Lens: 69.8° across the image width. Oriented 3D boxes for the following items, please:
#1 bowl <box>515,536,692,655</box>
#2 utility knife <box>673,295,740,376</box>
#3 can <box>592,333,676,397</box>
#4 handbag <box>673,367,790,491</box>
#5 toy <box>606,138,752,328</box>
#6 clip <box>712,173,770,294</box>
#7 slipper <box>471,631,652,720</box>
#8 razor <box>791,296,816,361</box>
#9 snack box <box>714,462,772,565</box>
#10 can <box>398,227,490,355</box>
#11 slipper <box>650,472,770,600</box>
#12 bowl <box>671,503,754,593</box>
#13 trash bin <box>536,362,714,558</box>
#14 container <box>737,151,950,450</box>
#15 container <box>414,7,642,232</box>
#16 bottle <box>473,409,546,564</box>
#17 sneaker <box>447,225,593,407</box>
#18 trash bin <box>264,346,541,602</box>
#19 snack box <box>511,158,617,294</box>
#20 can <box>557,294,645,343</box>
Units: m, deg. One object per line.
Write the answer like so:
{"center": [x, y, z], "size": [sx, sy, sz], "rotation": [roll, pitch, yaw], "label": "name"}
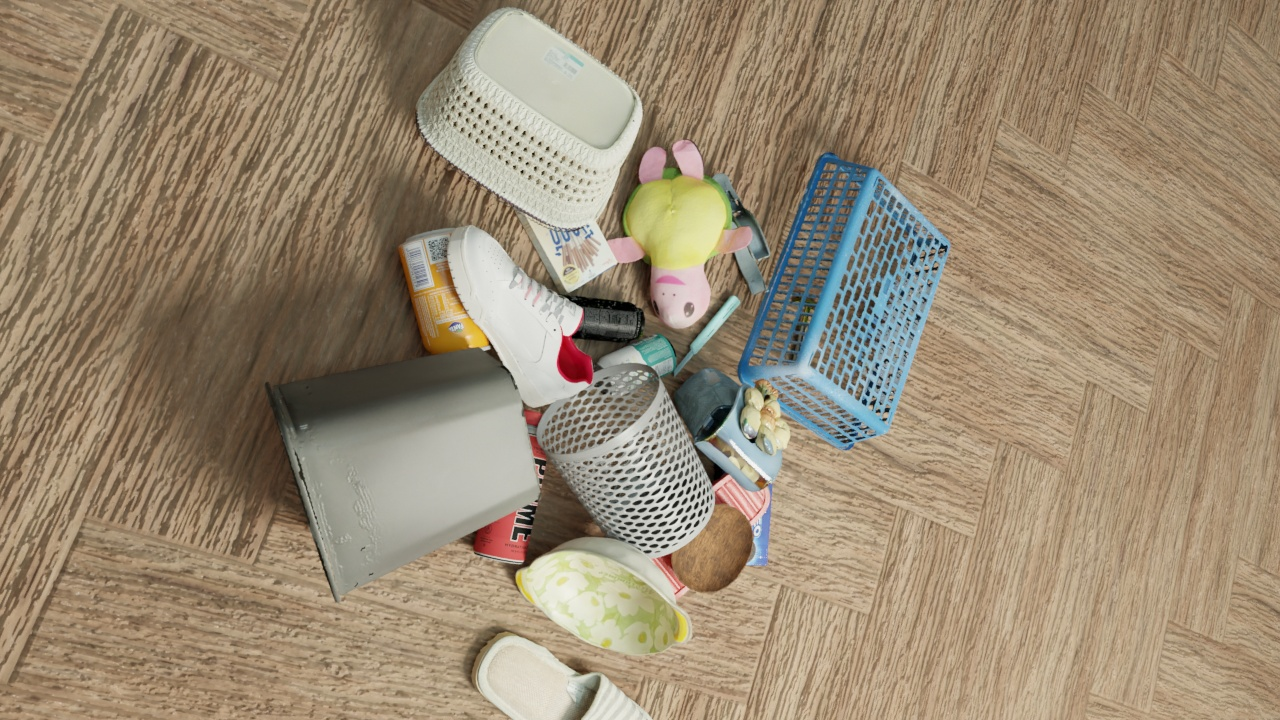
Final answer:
{"center": [-0.036, 0.265, 1.076], "size": [0.060, 0.219, 0.189], "rotation": [-61, 153, -43], "label": "bowl"}
{"center": [0.086, -0.034, 1.234], "size": [0.147, 0.015, 0.022], "rotation": [-49, 139, -19], "label": "utility knife"}
{"center": [-0.007, 0.007, 1.161], "size": [0.101, 0.055, 0.055], "rotation": [-25, 98, -26], "label": "can"}
{"center": [0.121, 0.072, 1.142], "size": [0.119, 0.191, 0.122], "rotation": [-44, 108, 11], "label": "handbag"}
{"center": [0.049, -0.161, 1.176], "size": [0.190, 0.087, 0.238], "rotation": [-6, 89, 11], "label": "toy"}
{"center": [0.136, -0.171, 1.193], "size": [0.030, 0.164, 0.172], "rotation": [-22, 93, -3], "label": "clip"}
{"center": [-0.084, 0.422, 1.105], "size": [0.272, 0.054, 0.114], "rotation": [38, 76, -19], "label": "slipper"}
{"center": [0.228, -0.034, 1.301], "size": [0.042, 0.026, 0.106], "rotation": [17, 84, -27], "label": "razor"}
{"center": [0.137, 0.200, 1.238], "size": [0.082, 0.027, 0.150], "rotation": [6, 85, -25], "label": "snack box"}
{"center": [-0.220, -0.074, 1.045], "size": [0.079, 0.079, 0.142], "rotation": [-16, 94, -27], "label": "can"}
{"center": [0.056, 0.226, 1.178], "size": [0.248, 0.059, 0.103], "rotation": [-36, 104, -8], "label": "slipper"}
{"center": [0.086, 0.231, 1.142], "size": [0.102, 0.026, 0.114], "rotation": [31, 87, -17], "label": "bowl"}
{"center": [-0.010, 0.123, 1.083], "size": [0.156, 0.157, 0.183], "rotation": [-42, 120, -22], "label": "trash bin"}
{"center": [0.302, -0.080, 1.274], "size": [0.257, 0.089, 0.361], "rotation": [32, 74, -33], "label": "container"}
{"center": [-0.119, -0.278, 1.051], "size": [0.251, 0.144, 0.184], "rotation": [33, 55, -12], "label": "container"}
{"center": [-0.147, 0.146, 1.079], "size": [0.062, 0.062, 0.176], "rotation": [16, 80, -25], "label": "bottle"}
{"center": [-0.120, -0.056, 1.030], "size": [0.090, 0.104, 0.237], "rotation": [-74, 145, -55], "label": "sneaker"}
{"center": [-0.239, 0.095, 0.938], "size": [0.219, 0.197, 0.197], "rotation": [-18, 111, -22], "label": "trash bin"}
{"center": [-0.098, -0.166, 1.140], "size": [0.081, 0.026, 0.150], "rotation": [-33, 101, -25], "label": "snack box"}
{"center": [-0.065, -0.052, 1.135], "size": [0.137, 0.054, 0.054], "rotation": [5, 85, -26], "label": "can"}
